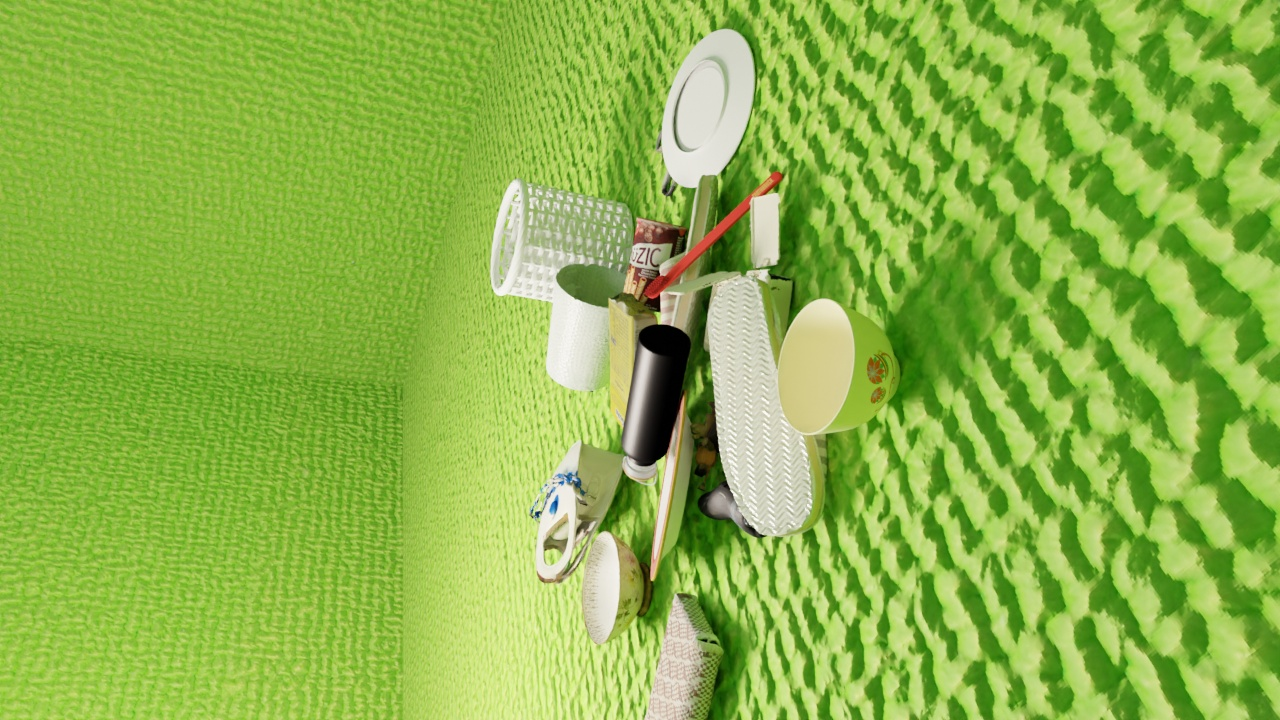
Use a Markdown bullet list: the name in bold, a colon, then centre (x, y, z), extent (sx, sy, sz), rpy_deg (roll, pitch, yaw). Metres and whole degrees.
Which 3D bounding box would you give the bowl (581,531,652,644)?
- **bowl**: centre (-0.026, 0.304, 1.226), extent (0.145, 0.063, 0.145), rpy_deg (-173, 90, -69)

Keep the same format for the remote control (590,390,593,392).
- **remote control**: centre (-0.066, -0.015, 1.518), extent (0.030, 0.009, 0.140), rpy_deg (-120, 44, -58)

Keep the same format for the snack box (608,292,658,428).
- **snack box**: centre (-0.007, 0.007, 1.215), extent (0.121, 0.045, 0.181), rpy_deg (-133, 40, -66)

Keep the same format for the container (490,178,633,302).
- **container**: centre (-0.131, -0.186, 1.503), extent (0.189, 0.186, 0.189), rpy_deg (-172, 91, -69)

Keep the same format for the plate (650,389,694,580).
- **plate**: centre (0.041, 0.150, 1.103), extent (0.230, 0.021, 0.230), rpy_deg (85, -165, -90)

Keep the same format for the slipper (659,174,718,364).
- **slipper**: centre (0.054, -0.104, 1.151), extent (0.115, 0.052, 0.263), rpy_deg (20, -99, -80)

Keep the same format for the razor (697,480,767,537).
- **razor**: centre (0.103, 0.158, 0.984), extent (0.063, 0.053, 0.141), rpy_deg (69, 160, 2)

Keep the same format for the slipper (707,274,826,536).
- **slipper**: centre (0.126, 0.042, 0.919), extent (0.115, 0.054, 0.272), rpy_deg (-29, 61, 35)

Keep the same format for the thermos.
- **thermos**: centre (0.012, 0.066, 1.118), extent (0.061, 0.061, 0.232), rpy_deg (-108, 22, -49)

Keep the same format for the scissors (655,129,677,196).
- **scissors**: centre (0.054, -0.315, 1.325), extent (0.171, 0.012, 0.157), rpy_deg (-152, 70, -68)

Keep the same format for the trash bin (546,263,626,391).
- **trash bin**: centre (-0.080, -0.047, 1.417), extent (0.133, 0.133, 0.162), rpy_deg (-112, 32, -52)

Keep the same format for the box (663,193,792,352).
- **box**: centre (0.094, -0.095, 1.025), extent (0.144, 0.098, 0.184), rpy_deg (-173, 91, -69)

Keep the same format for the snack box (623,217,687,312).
- **snack box**: centre (0.018, -0.132, 1.268), extent (0.072, 0.072, 0.121), rpy_deg (-144, 64, -66)

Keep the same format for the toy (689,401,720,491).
- **toy**: centre (0.080, 0.097, 1.032), extent (0.076, 0.062, 0.100), rpy_deg (112, -179, -76)

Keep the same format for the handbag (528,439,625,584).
- **handbag**: centre (-0.108, 0.228, 1.351), extent (0.201, 0.093, 0.199), rpy_deg (126, 163, -52)

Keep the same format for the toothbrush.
- **toothbrush**: centre (0.082, -0.145, 1.067), extent (0.213, 0.017, 0.012), rpy_deg (-42, 64, 21)

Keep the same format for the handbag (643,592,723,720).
- **handbag**: centre (0.049, 0.373, 1.040), extent (0.124, 0.047, 0.186), rpy_deg (-133, 55, -73)

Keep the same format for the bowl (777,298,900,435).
- **bowl**: centre (0.182, 0.010, 0.800), extent (0.118, 0.074, 0.118), rpy_deg (-172, 90, -69)

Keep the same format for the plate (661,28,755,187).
- **plate**: centre (0.081, -0.334, 1.215), extent (0.209, 0.015, 0.208), rpy_deg (-19, 68, 56)
